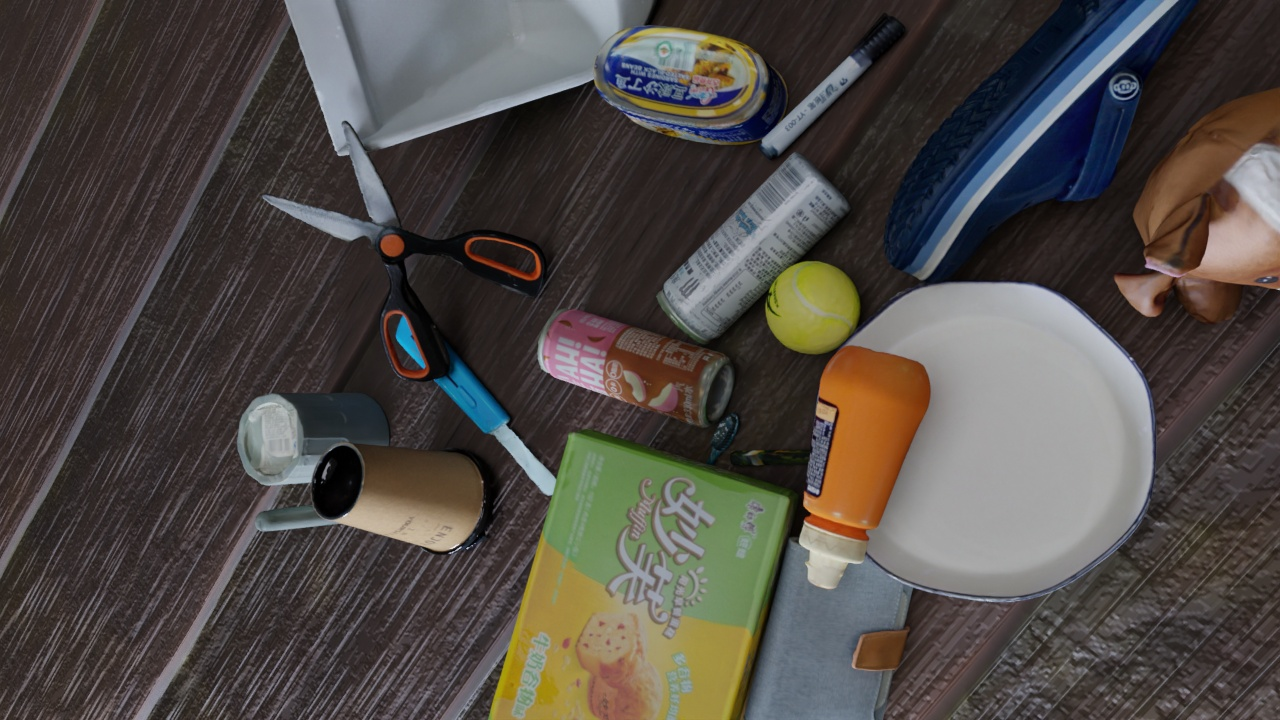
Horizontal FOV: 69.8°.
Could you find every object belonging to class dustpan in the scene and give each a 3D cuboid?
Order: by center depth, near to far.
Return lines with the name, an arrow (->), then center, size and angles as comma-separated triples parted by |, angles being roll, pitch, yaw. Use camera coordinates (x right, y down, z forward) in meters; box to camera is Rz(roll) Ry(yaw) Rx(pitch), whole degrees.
dustpan -> -0.114, -0.292, 0.679 | 0.143, 0.257, 0.223 | 18, 132, 38

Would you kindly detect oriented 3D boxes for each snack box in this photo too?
snack box -> 0.004, 0.167, 0.625 | 0.158, 0.070, 0.210 | 15, 88, 16

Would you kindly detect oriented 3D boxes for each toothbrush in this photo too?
toothbrush -> 0.151, 0.068, 0.649 | 0.186, 0.017, 0.012 | -3, 77, 25
toothbrush -> 0.028, 0.124, 0.707 | 0.016, 0.018, 0.192 | 32, 101, 23

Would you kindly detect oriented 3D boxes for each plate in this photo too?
plate -> 0.213, 0.049, 0.587 | 0.205, 0.045, 0.204 | -9, 71, 26

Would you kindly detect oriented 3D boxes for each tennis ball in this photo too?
tennis ball -> 0.121, -0.037, 0.642 | 0.066, 0.065, 0.065 | -1, 87, 26

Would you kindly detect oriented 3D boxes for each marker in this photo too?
marker -> 0.137, -0.198, 0.669 | 0.131, 0.018, 0.022 | -42, 86, 17

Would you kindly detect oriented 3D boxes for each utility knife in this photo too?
utility knife -> -0.141, 0.037, 0.794 | 0.223, 0.018, 0.034 | 44, 105, 19

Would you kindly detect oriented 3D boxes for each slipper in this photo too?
slipper -> 0.257, -0.147, 0.571 | 0.095, 0.105, 0.253 | 37, 111, -4

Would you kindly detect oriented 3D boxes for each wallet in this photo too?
wallet -> 0.133, 0.188, 0.615 | 0.037, 0.106, 0.130 | -151, 72, -69

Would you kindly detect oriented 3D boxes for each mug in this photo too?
mug -> -0.293, 0.089, 0.818 | 0.084, 0.103, 0.124 | 8, 90, 26

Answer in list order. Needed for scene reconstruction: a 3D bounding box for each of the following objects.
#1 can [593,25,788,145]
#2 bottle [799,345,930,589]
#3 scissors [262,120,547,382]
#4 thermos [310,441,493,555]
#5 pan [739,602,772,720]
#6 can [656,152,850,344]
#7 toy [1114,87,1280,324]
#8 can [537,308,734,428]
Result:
can -> 0.037, -0.211, 0.701 | 0.148, 0.049, 0.074 | 19, 96, 25
bottle -> 0.131, 0.068, 0.567 | 0.067, 0.066, 0.149 | 16, 91, 26
scissors -> -0.183, -0.082, 0.747 | 0.232, 0.021, 0.221 | -1, 116, -11
thermos -> -0.192, 0.110, 0.753 | 0.093, 0.143, 0.093 | -10, 71, 30
pan -> 0.009, 0.314, 0.685 | 0.198, 0.078, 0.357 | 5, 85, 16
can -> 0.081, -0.080, 0.668 | 0.147, 0.058, 0.058 | -45, 70, 18
toy -> 0.320, -0.076, 0.474 | 0.130, 0.199, 0.140 | 47, 108, 24
can -> -0.004, 0.004, 0.706 | 0.147, 0.057, 0.058 | 18, 95, 26
